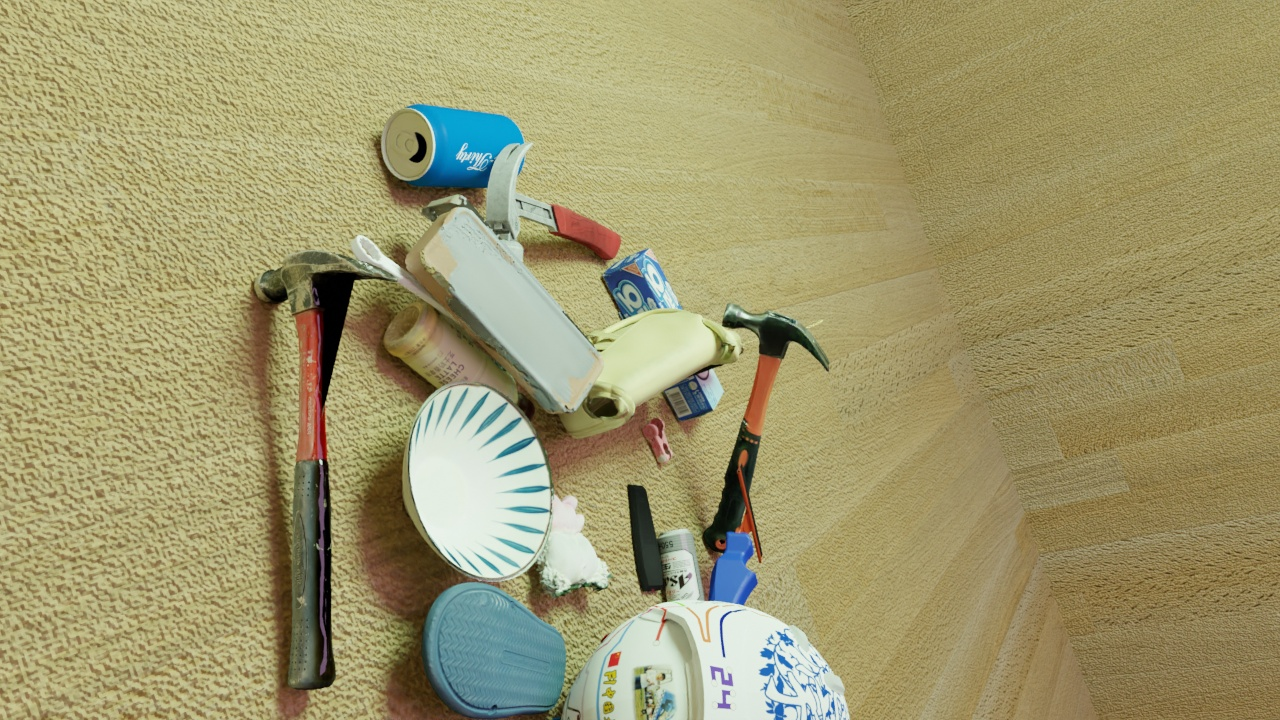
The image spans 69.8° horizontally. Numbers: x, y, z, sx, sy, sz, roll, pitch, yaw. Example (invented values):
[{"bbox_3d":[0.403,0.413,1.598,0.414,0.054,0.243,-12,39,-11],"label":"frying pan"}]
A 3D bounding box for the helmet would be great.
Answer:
[{"bbox_3d":[0.081,0.349,0.864,0.314,0.237,0.230,34,41,-41],"label":"helmet"}]

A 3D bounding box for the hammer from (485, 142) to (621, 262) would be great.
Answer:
[{"bbox_3d":[-0.087,-0.159,1.046,0.315,0.036,0.126,2,90,-71],"label":"hammer"}]

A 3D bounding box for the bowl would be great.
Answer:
[{"bbox_3d":[-0.160,0.112,0.812,0.177,0.071,0.177,33,47,-45],"label":"bowl"}]

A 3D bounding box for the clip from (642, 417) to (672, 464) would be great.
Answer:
[{"bbox_3d":[0.025,0.100,1.152,0.037,0.022,0.058,-35,108,-60],"label":"clip"}]

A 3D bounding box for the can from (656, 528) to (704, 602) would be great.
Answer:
[{"bbox_3d":[0.048,0.254,1.078,0.044,0.044,0.106,13,62,-54],"label":"can"}]

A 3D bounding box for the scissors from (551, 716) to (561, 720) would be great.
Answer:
[{"bbox_3d":[-0.057,0.401,0.864,0.132,0.019,0.104,56,37,-19],"label":"scissors"}]

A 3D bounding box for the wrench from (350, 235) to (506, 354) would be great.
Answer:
[{"bbox_3d":[-0.166,-0.039,0.853,0.273,0.009,0.047,39,19,-50],"label":"wrench"}]

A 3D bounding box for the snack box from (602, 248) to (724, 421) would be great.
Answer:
[{"bbox_3d":[0.032,-0.032,1.199,0.226,0.059,0.059,61,30,-13],"label":"snack box"}]

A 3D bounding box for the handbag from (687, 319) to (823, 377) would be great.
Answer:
[{"bbox_3d":[0.140,-0.022,1.131,0.083,0.178,0.027,-27,97,-59],"label":"handbag"}]

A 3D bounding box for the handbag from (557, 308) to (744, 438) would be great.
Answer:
[{"bbox_3d":[-0.006,0.006,1.019,0.232,0.191,0.088,-29,102,-39],"label":"handbag"}]

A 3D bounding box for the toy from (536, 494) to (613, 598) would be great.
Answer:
[{"bbox_3d":[-0.077,0.186,0.930,0.095,0.041,0.108,15,54,-54],"label":"toy"}]

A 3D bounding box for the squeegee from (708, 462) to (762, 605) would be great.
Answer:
[{"bbox_3d":[0.110,0.263,1.089,0.250,0.055,0.184,71,25,-52],"label":"squeegee"}]

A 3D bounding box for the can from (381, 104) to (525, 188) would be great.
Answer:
[{"bbox_3d":[-0.188,-0.218,0.944,0.145,0.079,0.079,-16,87,-58],"label":"can"}]

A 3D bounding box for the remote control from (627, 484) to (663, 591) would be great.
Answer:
[{"bbox_3d":[0.005,0.205,1.070,0.039,0.010,0.124,16,60,-53],"label":"remote control"}]

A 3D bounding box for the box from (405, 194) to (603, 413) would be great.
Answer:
[{"bbox_3d":[-0.133,-0.047,0.867,0.216,0.096,0.104,49,51,-28],"label":"box"}]

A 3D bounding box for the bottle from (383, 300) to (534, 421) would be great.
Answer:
[{"bbox_3d":[-0.166,0.012,0.871,0.162,0.057,0.056,44,40,-35],"label":"bottle"}]

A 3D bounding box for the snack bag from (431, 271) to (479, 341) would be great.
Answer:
[{"bbox_3d":[-0.167,-0.076,0.940,0.077,0.036,0.115,59,33,-18],"label":"snack bag"}]

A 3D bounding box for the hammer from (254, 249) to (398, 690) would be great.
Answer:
[{"bbox_3d":[-0.239,0.074,0.685,0.036,0.141,0.326,12,71,-54],"label":"hammer"}]

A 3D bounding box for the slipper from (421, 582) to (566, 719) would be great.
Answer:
[{"bbox_3d":[-0.127,0.259,0.795,0.214,0.059,0.103,49,42,-53],"label":"slipper"}]

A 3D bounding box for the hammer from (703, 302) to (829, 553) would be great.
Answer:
[{"bbox_3d":[0.132,0.098,1.120,0.033,0.133,0.334,-64,167,-64],"label":"hammer"}]
